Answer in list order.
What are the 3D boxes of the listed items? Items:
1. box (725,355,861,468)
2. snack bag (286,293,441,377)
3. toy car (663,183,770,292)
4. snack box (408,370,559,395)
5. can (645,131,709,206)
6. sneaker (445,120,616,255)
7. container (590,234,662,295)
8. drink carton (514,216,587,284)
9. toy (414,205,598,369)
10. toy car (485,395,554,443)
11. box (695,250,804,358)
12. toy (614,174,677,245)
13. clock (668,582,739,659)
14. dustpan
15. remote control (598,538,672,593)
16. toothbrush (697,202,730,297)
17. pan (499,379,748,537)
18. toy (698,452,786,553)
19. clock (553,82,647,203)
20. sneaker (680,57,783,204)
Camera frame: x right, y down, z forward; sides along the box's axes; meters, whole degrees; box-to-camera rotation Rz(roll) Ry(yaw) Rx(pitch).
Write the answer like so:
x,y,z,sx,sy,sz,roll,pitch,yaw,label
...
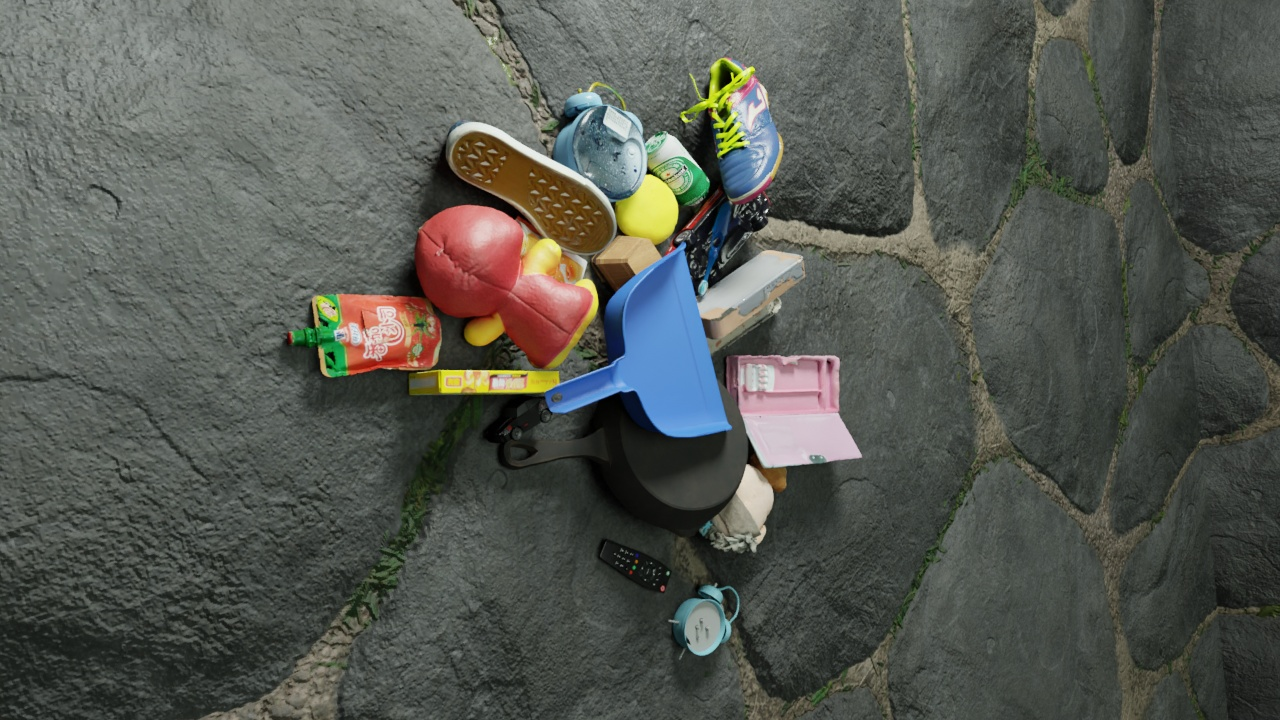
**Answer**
x,y,z,sx,sy,sz,roll,pitch,yaw,label
0.224,0.075,1.365,0.232,0.059,0.179,2,71,-40,box
-0.286,-0.026,0.951,0.154,0.044,0.087,-4,80,-34,snack bag
0.108,-0.181,1.275,0.189,0.056,0.081,-50,118,-18,toy car
-0.172,0.025,1.017,0.152,0.075,0.025,1,86,-40,snack box
0.048,-0.254,1.227,0.101,0.053,0.053,45,62,-30,can
-0.124,-0.208,1.063,0.235,0.079,0.087,30,111,-35,sneaker
0.000,-0.105,1.175,0.063,0.061,0.114,-51,119,-30,container
-0.112,-0.114,1.103,0.122,0.039,0.069,29,69,-42,drink carton
-0.150,-0.083,1.010,0.216,0.099,0.147,35,83,-26,toy
-0.141,0.065,1.063,0.091,0.042,0.036,-31,111,-37,toy car
0.144,-0.080,1.278,0.215,0.108,0.094,-35,98,-36,box
0.009,-0.196,1.199,0.095,0.041,0.094,-46,111,-27,toy
0.094,0.353,1.254,0.122,0.042,0.087,-23,104,-37,clock
-0.006,0.007,1.091,0.257,0.060,0.245,-21,101,-30,dustpan
-0.008,0.266,1.191,0.124,0.010,0.039,35,67,-34,remote control
0.099,-0.149,1.233,0.021,0.016,0.132,16,90,-5,toothbrush
-0.005,0.101,1.146,0.355,0.043,0.248,-1,74,-32,pan
0.138,0.190,1.277,0.175,0.076,0.132,-32,94,-35,toy
-0.048,-0.269,1.141,0.118,0.060,0.162,24,73,-38,clock
0.121,-0.314,1.239,0.091,0.116,0.241,40,38,-41,sneaker
